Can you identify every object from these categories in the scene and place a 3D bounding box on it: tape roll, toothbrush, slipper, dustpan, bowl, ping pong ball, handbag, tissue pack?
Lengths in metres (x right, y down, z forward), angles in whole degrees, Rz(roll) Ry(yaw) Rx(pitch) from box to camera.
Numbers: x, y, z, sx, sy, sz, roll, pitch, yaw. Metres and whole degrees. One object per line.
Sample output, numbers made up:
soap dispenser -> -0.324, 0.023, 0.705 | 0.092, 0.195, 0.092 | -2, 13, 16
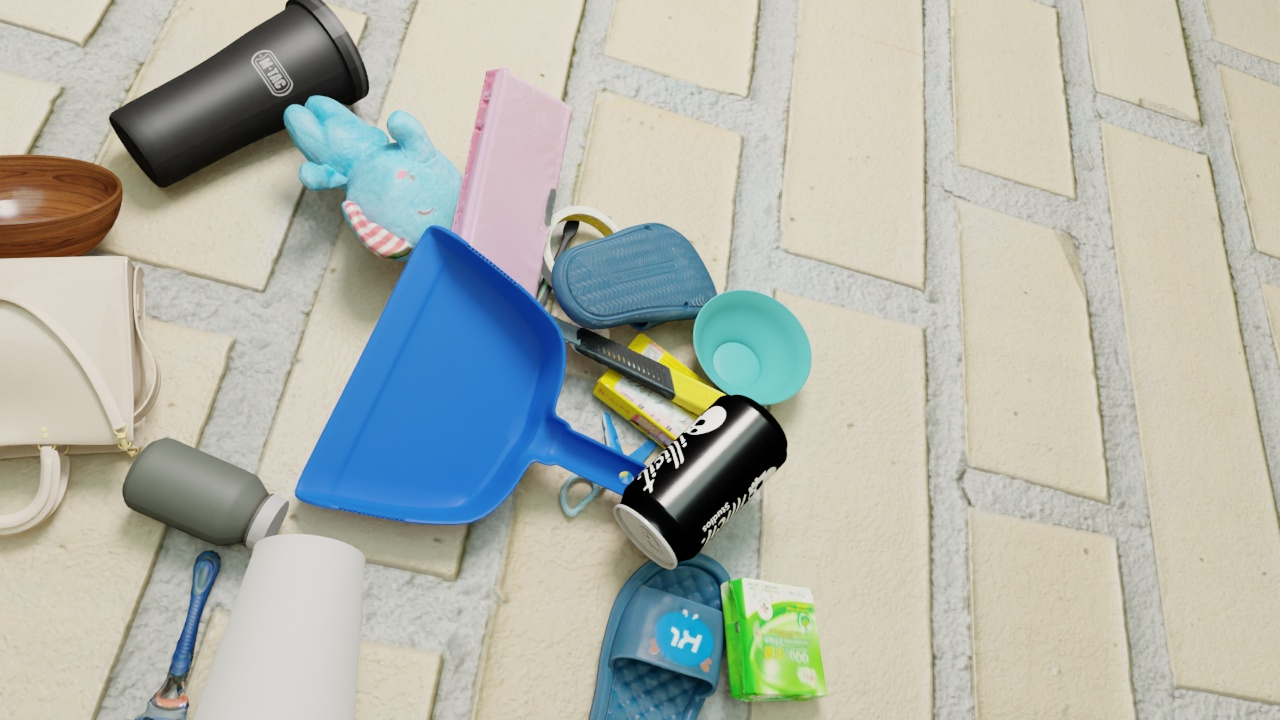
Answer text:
tape roll -> -0.056, -0.104, 0.895 | 0.094, 0.019, 0.094 | 8, 72, -28
toothbrush -> -0.093, -0.067, 0.886 | 0.014, 0.017, 0.187 | 21, 64, -3
slipper -> 0.014, 0.250, 0.740 | 0.104, 0.059, 0.213 | 24, 62, -2
dustpan -> -0.111, 0.052, 0.772 | 0.257, 0.060, 0.245 | 28, 79, -22
bowl -> 0.102, -0.005, 0.896 | 0.121, 0.046, 0.121 | 7, 64, -14
slipper -> -0.006, -0.076, 0.871 | 0.213, 0.059, 0.103 | -12, 79, -47
ping pong ball -> -0.049, -0.025, 0.861 | 0.040, 0.040, 0.040 | 7, 63, -15
handbag -> -0.466, 0.029, 0.682 | 0.194, 0.101, 0.197 | -4, 79, -19
tissue pack -> 0.111, 0.234, 0.771 | 0.114, 0.034, 0.099 | 19, 56, -40
bowl -> -0.493, -0.107, 0.732 | 0.147, 0.069, 0.147 | 7, 30, -4

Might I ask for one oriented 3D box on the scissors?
scissors -> -0.024, 0.105, 0.825 | 0.125, 0.016, 0.125 | -4, 63, -23

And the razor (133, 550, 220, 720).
razor -> -0.332, 0.209, 0.672 | 0.044, 0.018, 0.140 | 12, 59, -15

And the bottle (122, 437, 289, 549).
bottle -> -0.329, 0.104, 0.699 | 0.108, 0.060, 0.060 | 25, 60, -5

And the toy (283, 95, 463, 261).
toy -> -0.228, -0.174, 0.823 | 0.180, 0.115, 0.182 | 47, 33, -11

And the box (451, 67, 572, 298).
box -> -0.125, -0.143, 0.840 | 0.098, 0.041, 0.232 | 16, 79, -42

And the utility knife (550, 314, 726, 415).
utility knife -> -0.005, 0.005, 0.836 | 0.198, 0.020, 0.028 | 28, 52, -7

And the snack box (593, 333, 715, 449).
snack box -> 0.036, 0.047, 0.859 | 0.152, 0.025, 0.075 | 38, 53, 2

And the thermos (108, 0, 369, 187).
thermos -> -0.360, -0.243, 0.837 | 0.218, 0.106, 0.106 | -40, 82, -24

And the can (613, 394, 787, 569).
can -> 0.053, 0.100, 0.776 | 0.080, 0.080, 0.145 | 45, 68, 7

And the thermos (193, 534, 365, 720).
thermos -> -0.249, 0.239, 0.631 | 0.131, 0.132, 0.221 | 9, 55, -14
